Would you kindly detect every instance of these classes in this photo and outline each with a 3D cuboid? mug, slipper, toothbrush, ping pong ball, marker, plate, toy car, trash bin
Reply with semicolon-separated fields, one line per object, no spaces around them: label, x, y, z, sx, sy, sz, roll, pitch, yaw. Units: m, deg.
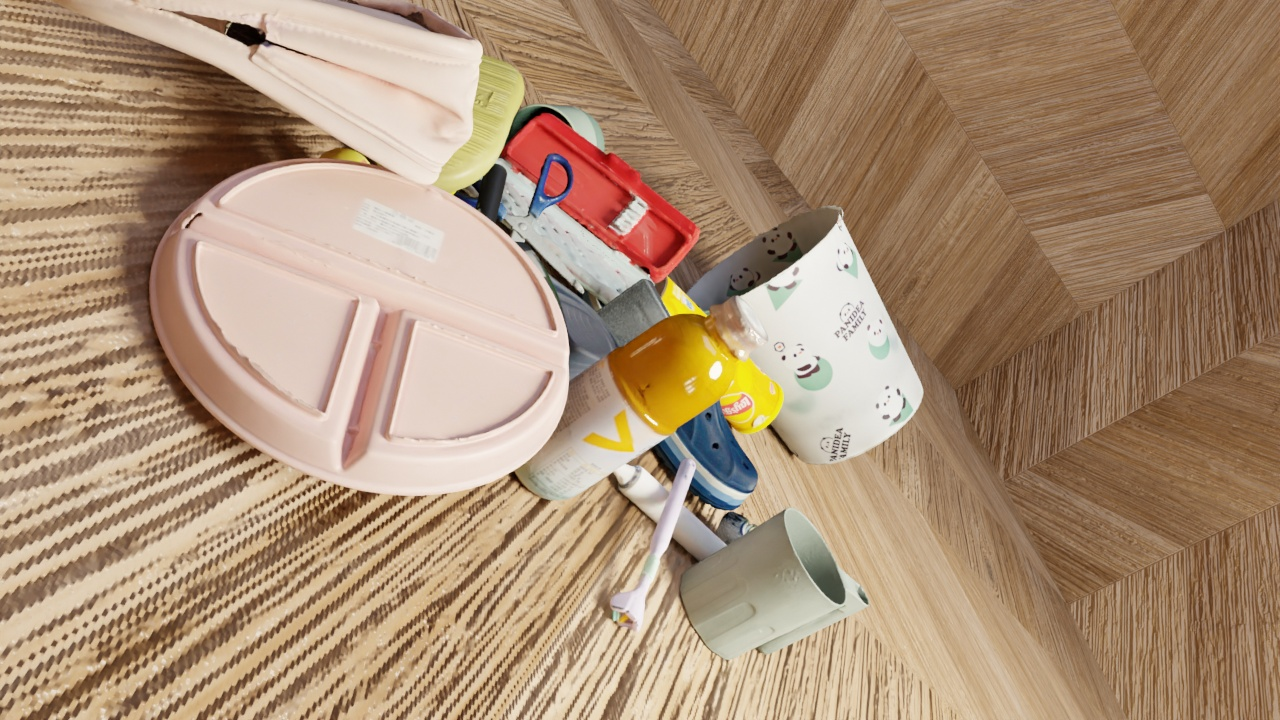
mug;0.107;0.187;0.727;0.124;0.103;0.083;43;23;-33
slipper;-0.149;-0.181;0.746;0.091;0.082;0.190;17;45;0
toothbrush;0.016;0.129;0.687;0.029;0.021;0.188;50;30;-12
ping pong ball;-0.199;-0.122;0.614;0.040;0.040;0.040;45;22;-25
marker;-0.126;-0.110;0.743;0.022;0.020;0.131;19;50;-19
plate;-0.138;-0.031;0.501;0.229;0.028;0.229;21;41;-20
toy car;0.102;0.181;0.810;0.031;0.049;0.105;-35;93;-25
trash bin;0.210;-0.024;1.139;0.252;0.230;0.229;55;20;-14
slipper;-0.088;-0.046;0.649;0.267;0.083;0.110;15;40;-54
slipper;0.037;0.018;0.857;0.252;0.095;0.105;54;22;9
toothbrush;0.010;0.112;0.740;0.221;0.027;0.026;45;42;-25
mug;-0.101;-0.233;0.972;0.112;0.082;0.106;26;19;8

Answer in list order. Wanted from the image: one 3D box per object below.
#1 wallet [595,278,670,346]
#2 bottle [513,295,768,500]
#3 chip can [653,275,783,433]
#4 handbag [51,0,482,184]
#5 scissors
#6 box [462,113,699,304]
wallet;-0.005;0.005;0.771;0.120;0.097;0.019;61;17;16
bottle;-0.003;0.024;0.608;0.068;0.190;0.067;46;21;-24
chip can;0.066;-0.006;0.987;0.213;0.072;0.072;42;24;-31
handbag;-0.223;-0.194;0.544;0.233;0.093;0.193;12;20;-33
scissors;-0.104;-0.126;0.792;0.176;0.012;0.162;38;54;0
box;-0.057;-0.136;0.856;0.201;0.060;0.160;38;51;3
